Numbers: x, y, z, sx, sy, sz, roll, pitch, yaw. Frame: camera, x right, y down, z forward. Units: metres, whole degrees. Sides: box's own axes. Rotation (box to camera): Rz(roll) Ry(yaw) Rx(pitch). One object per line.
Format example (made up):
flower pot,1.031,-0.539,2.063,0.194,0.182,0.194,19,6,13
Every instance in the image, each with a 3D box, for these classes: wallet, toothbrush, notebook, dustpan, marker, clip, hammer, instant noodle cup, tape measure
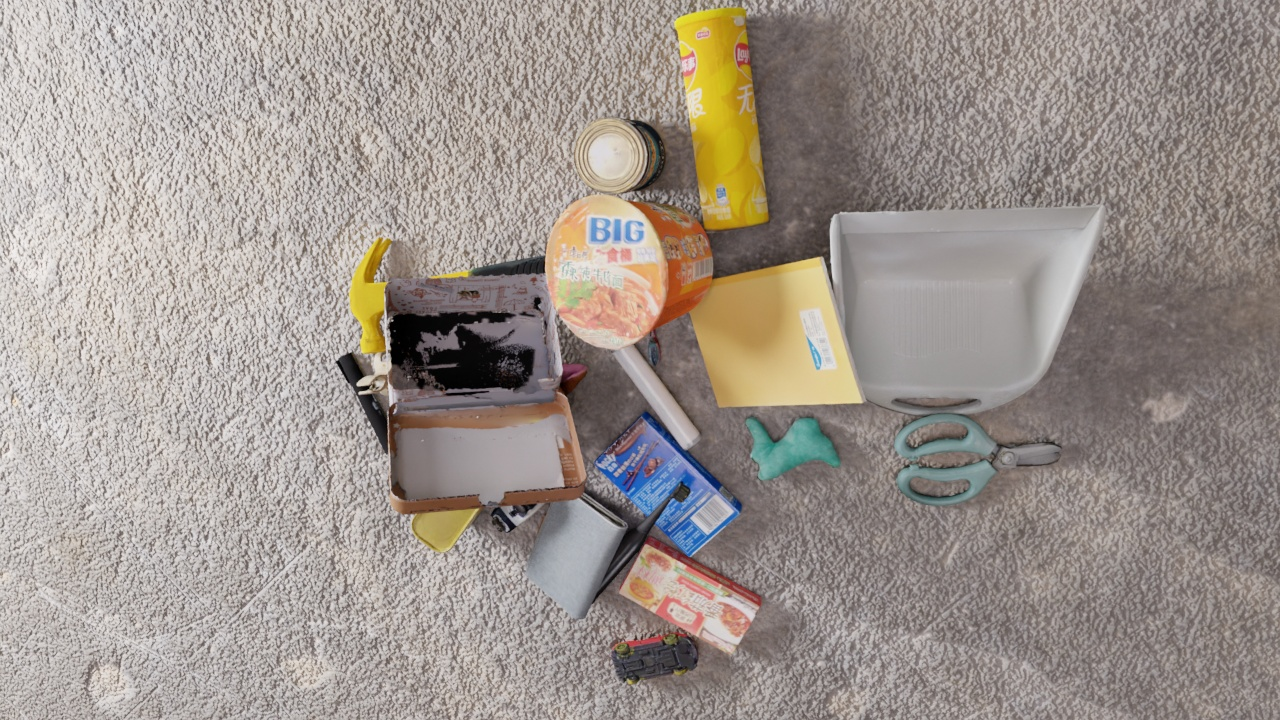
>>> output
wallet,-0.079,0.220,1.077,0.106,0.037,0.130,33,109,29
toothbrush,-0.009,0.211,1.056,0.027,0.026,0.213,39,117,2
notebook,0.128,-0.021,0.933,0.207,0.010,0.146,-6,104,54
dustpan,0.293,-0.033,0.871,0.223,0.257,0.142,0,79,11
marker,-0.328,0.053,1.107,0.022,0.020,0.132,-25,97,5
clip,-0.290,0.028,1.062,0.035,0.101,0.096,-6,128,11
toothbrush,-0.006,0.006,1.026,0.221,0.026,0.026,53,151,-4
hammer,-0.187,-0.090,1.031,0.301,0.032,0.129,-8,91,11
instant noodle cup,-0.005,-0.095,0.931,0.152,0.111,0.151,10,107,35
toothbrush,0.006,-0.085,1.007,0.016,0.017,0.188,-4,103,12
tape measure,-0.136,0.164,1.069,0.066,0.065,0.033,-38,98,19

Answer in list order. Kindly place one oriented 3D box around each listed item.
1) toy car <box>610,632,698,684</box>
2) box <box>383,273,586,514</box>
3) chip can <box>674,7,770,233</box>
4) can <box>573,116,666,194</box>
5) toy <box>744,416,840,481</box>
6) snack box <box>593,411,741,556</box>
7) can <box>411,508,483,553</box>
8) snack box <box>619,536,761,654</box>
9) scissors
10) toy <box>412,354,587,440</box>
toy car,0.018,0.355,1.100,0.106,0.031,0.049,-16,100,16
box,-0.162,0.037,0.910,0.178,0.103,0.260,-4,62,-15
chip can,0.084,-0.239,0.927,0.072,0.072,0.213,-5,103,13
can,-0.020,-0.208,0.934,0.075,0.111,0.075,3,103,11
toy,0.160,0.095,1.012,0.092,0.030,0.096,-32,89,14
snack box,0.031,0.142,1.050,0.157,0.026,0.085,45,108,-1
can,-0.211,0.163,1.076,0.057,0.083,0.102,36,107,1
snack box,0.058,0.276,1.076,0.153,0.025,0.075,28,106,4
scissors,0.353,0.085,0.968,0.185,0.019,0.129,-24,106,16
toy,-0.167,0.041,1.024,0.199,0.130,0.140,16,109,-2
